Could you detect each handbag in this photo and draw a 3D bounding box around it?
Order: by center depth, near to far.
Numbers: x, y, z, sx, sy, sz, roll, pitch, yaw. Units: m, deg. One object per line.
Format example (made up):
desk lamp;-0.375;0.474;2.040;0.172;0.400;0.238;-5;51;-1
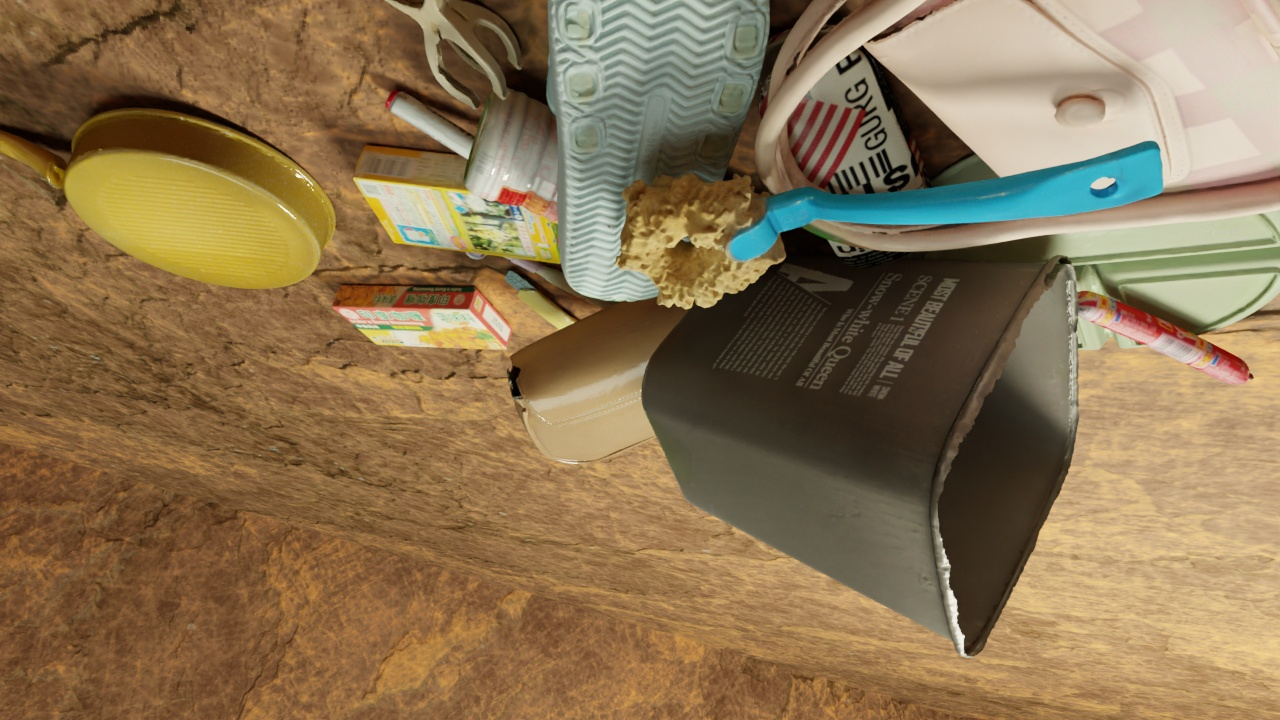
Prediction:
handbag;0.156;-0.117;0.401;0.193;0.093;0.235;30;146;-32
handbag;-0.004;0.004;0.739;0.205;0.099;0.148;-23;150;10

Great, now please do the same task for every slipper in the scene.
slipper;0.000;-0.132;0.482;0.104;0.074;0.246;-2;138;-9

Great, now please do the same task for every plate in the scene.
plate;0.278;-0.063;0.569;0.230;0.027;0.230;11;156;5

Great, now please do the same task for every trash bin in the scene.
trash bin;0.141;0.035;0.594;0.220;0.198;0.199;17;144;37

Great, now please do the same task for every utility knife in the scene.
utility knife;-0.066;-0.032;0.834;0.031;0.019;0.176;-9;152;34

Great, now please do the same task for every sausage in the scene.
sausage;0.334;-0.015;0.587;0.155;0.020;0.020;20;156;-16

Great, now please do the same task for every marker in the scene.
marker;-0.098;-0.131;0.596;0.145;0.017;0.017;31;153;-11

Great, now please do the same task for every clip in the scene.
clip;-0.097;-0.185;0.490;0.077;0.034;0.103;3;147;27

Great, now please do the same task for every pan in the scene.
pan;-0.425;-0.146;0.738;0.357;0.078;0.198;7;154;0

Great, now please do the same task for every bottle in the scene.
bottle;-0.008;-0.107;0.577;0.197;0.068;0.068;16;157;-17

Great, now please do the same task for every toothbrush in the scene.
toothbrush;-0.057;-0.061;0.764;0.189;0.029;0.020;25;-164;-28

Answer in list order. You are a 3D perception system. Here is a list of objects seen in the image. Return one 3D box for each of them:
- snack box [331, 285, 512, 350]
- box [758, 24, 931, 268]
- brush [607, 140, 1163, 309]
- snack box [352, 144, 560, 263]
snack box;-0.208;-0.041;0.878;0.156;0.027;0.077;3;154;23
box;0.118;-0.122;0.509;0.075;0.076;0.163;-21;138;23
brush;0.094;-0.066;0.422;0.255;0.045;0.083;-3;140;34
snack box;-0.127;-0.112;0.668;0.140;0.033;0.087;10;157;11
